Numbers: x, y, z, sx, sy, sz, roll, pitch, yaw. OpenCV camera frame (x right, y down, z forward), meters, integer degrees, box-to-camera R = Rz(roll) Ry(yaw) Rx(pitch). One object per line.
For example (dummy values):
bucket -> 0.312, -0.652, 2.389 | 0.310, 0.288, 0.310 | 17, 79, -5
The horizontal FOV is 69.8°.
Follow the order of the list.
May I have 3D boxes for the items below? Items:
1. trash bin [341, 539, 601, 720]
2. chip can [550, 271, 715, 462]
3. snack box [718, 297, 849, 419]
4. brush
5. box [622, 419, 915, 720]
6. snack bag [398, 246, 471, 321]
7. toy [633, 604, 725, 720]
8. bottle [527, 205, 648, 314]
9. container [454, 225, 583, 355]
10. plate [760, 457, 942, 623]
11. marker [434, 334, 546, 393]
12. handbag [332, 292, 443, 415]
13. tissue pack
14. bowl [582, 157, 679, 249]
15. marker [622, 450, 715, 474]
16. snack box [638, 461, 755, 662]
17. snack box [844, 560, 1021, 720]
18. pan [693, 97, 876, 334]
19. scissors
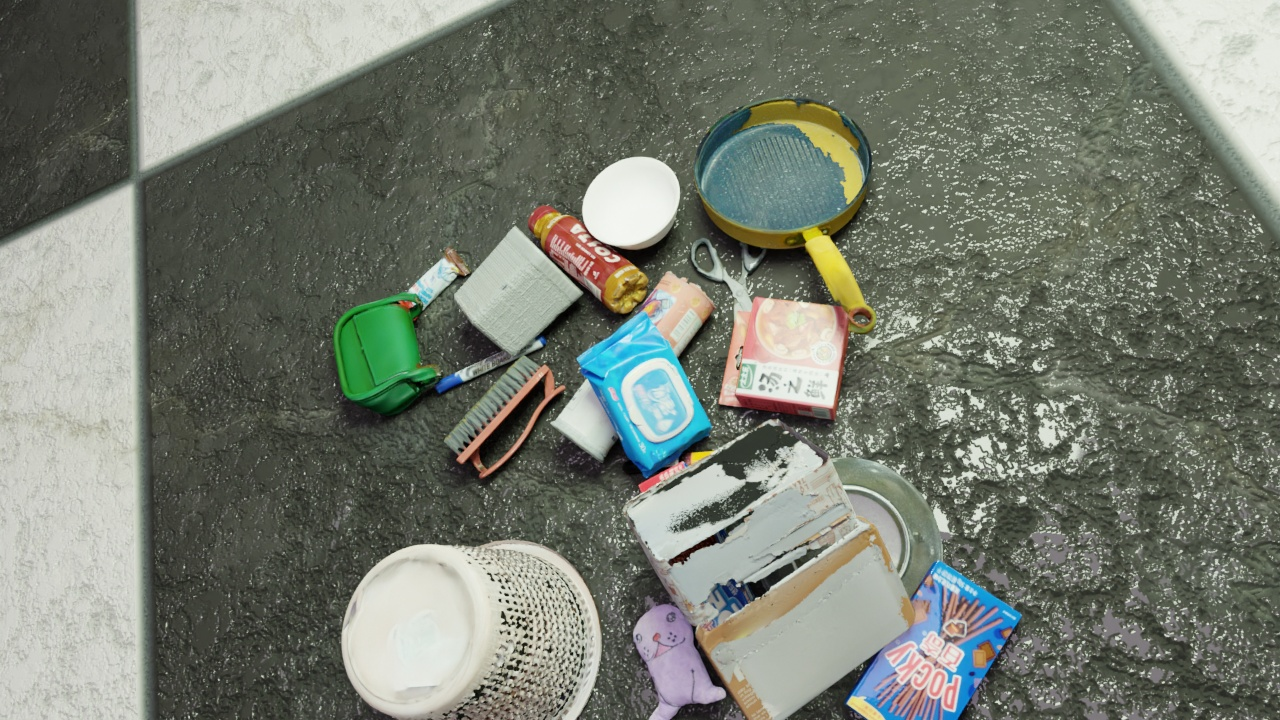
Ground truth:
trash bin -> -0.174, 0.271, 0.892 | 0.228, 0.192, 0.227 | -7, 67, 16
chip can -> -0.006, 0.006, 1.011 | 0.071, 0.071, 0.214 | 33, 81, 27
snack box -> 0.151, -0.004, 0.971 | 0.127, 0.044, 0.113 | 7, 73, 18
brush -> -0.153, 0.063, 1.049 | 0.069, 0.063, 0.145 | 42, 84, -2
box -> 0.118, 0.189, 0.826 | 0.183, 0.193, 0.157 | -29, 21, -6
snack bag -> -0.268, -0.096, 1.170 | 0.104, 0.026, 0.048 | -41, 76, 1
toy -> 0.029, 0.293, 0.897 | 0.084, 0.039, 0.108 | -31, 63, 15
bottle -> -0.067, -0.125, 1.094 | 0.057, 0.057, 0.175 | -46, 62, -4
container -> -0.147, -0.078, 1.077 | 0.114, 0.090, 0.090 | -45, 39, 1
plate -> 0.199, 0.178, 0.882 | 0.179, 0.024, 0.179 | -4, 68, 10
marker -> -0.181, 0.004, 1.103 | 0.146, 0.017, 0.017 | -24, 63, 9
handbag -> -0.306, -0.007, 1.118 | 0.120, 0.068, 0.131 | -24, 64, 12
tissue pack -> 0.007, 0.036, 0.952 | 0.094, 0.157, 0.052 | -33, 17, -16
bowl -> -0.002, -0.173, 1.088 | 0.118, 0.065, 0.118 | -8, 66, 17
marker -> 0.039, 0.110, 0.985 | 0.124, 0.015, 0.018 | -7, 65, 19
snack box -> 0.067, 0.205, 0.910 | 0.058, 0.057, 0.207 | -29, 62, 9
snack box -> 0.262, 0.268, 0.825 | 0.084, 0.026, 0.157 | 33, 82, 15
pan -> 0.176, -0.157, 0.985 | 0.198, 0.078, 0.356 | -16, 59, 1
scissors -> 0.112, -0.083, 1.040 | 0.159, 0.014, 0.170 | 30, 82, 27
